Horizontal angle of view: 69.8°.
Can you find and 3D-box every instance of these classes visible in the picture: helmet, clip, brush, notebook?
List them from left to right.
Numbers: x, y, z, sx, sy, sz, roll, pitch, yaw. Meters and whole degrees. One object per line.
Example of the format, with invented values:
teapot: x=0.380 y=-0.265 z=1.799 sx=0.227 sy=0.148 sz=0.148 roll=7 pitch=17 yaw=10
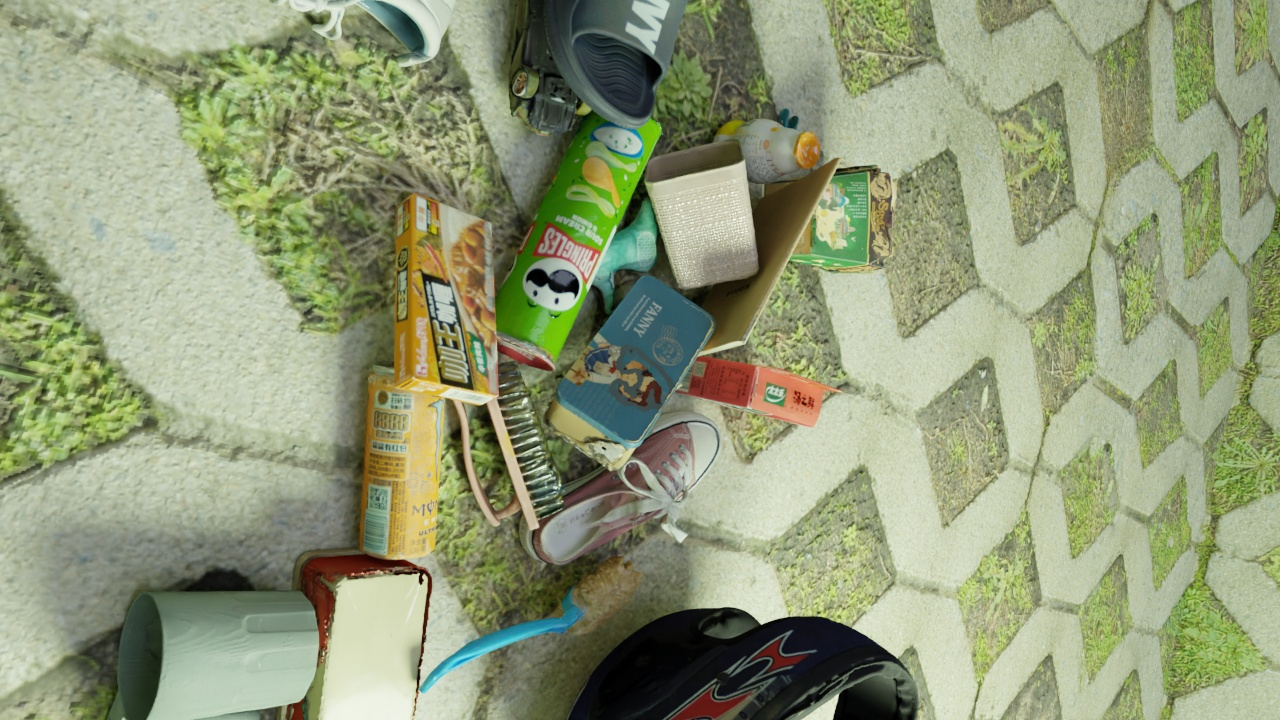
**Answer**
brush: x=-0.115 y=0.068 z=0.766 sx=0.073 sy=0.063 sz=0.146 roll=-19 pitch=112 yaw=-7
brush: x=-0.086 y=0.226 z=0.788 sx=0.254 sy=0.046 sz=0.083 roll=-10 pitch=144 yaw=-51
helmet: x=0.069 y=0.347 z=0.850 sx=0.314 sy=0.241 sz=0.247 roll=-38 pitch=121 yaw=-19
notebook: x=0.110 y=-0.094 z=0.887 sx=0.008 sy=0.148 sz=0.207 roll=34 pitch=73 yaw=-15
clip: x=0.154 y=-0.242 z=0.986 sx=0.043 sy=0.014 sz=0.056 roll=24 pitch=79 yaw=-42

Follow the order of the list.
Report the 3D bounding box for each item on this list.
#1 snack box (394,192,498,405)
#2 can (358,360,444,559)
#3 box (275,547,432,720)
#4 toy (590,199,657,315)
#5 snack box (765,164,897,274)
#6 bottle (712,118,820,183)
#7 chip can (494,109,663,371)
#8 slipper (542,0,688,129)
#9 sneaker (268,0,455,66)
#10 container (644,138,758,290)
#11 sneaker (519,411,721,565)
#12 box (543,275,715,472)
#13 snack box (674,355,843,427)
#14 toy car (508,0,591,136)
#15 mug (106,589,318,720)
snack box: x=-0.147 y=-0.046 z=0.694 sx=0.075 sy=0.026 sz=0.153 roll=16 pitch=59 yaw=-43
can: x=-0.182 y=0.075 z=0.703 sx=0.058 sy=0.058 sz=0.146 roll=0 pitch=98 yaw=-42
box: x=-0.213 y=0.233 z=0.688 sx=0.091 sy=0.080 sz=0.168 roll=5 pitch=93 yaw=-44
toy: x=-0.020 y=-0.092 z=0.844 sx=0.091 sy=0.030 sz=0.096 roll=-22 pitch=119 yaw=-33
snack box: x=0.194 y=-0.152 z=0.983 sx=0.105 sy=0.118 sz=0.118 roll=-3 pitch=97 yaw=-30
bottle: x=0.122 y=-0.204 z=0.898 sx=0.063 sy=0.108 sz=0.063 roll=-10 pitch=105 yaw=-41
chip can: x=-0.057 y=-0.110 z=0.777 sx=0.072 sy=0.072 sz=0.235 roll=35 pitch=73 yaw=-40
slipper: x=-0.012 y=-0.322 z=0.733 sx=0.110 sy=0.084 sz=0.267 roll=12 pitch=72 yaw=-39
sneaker: x=-0.224 y=-0.267 z=0.593 sx=0.241 sy=0.090 sz=0.091 roll=14 pitch=92 yaw=-49
container: x=0.060 y=-0.134 z=0.853 sx=0.090 sy=0.090 sz=0.111 roll=-87 pitch=164 yaw=-63
sneaker: x=0.003 y=0.123 z=0.860 sx=0.240 sy=0.088 sz=0.118 roll=-26 pitch=114 yaw=-35
box: x=-0.005 y=0.005 z=0.812 sx=0.090 sy=0.059 sz=0.183 roll=32 pitch=55 yaw=0
snack box: x=0.118 y=0.032 z=0.923 sx=0.113 sy=0.127 sz=0.044 roll=17 pitch=85 yaw=-42
toy car: x=-0.073 y=-0.264 z=0.754 sx=0.070 sy=0.042 sz=0.158 roll=6 pitch=87 yaw=-43
mug: x=-0.292 y=0.212 z=0.623 sx=0.103 sy=0.083 sz=0.124 roll=10 pitch=117 yaw=-44
